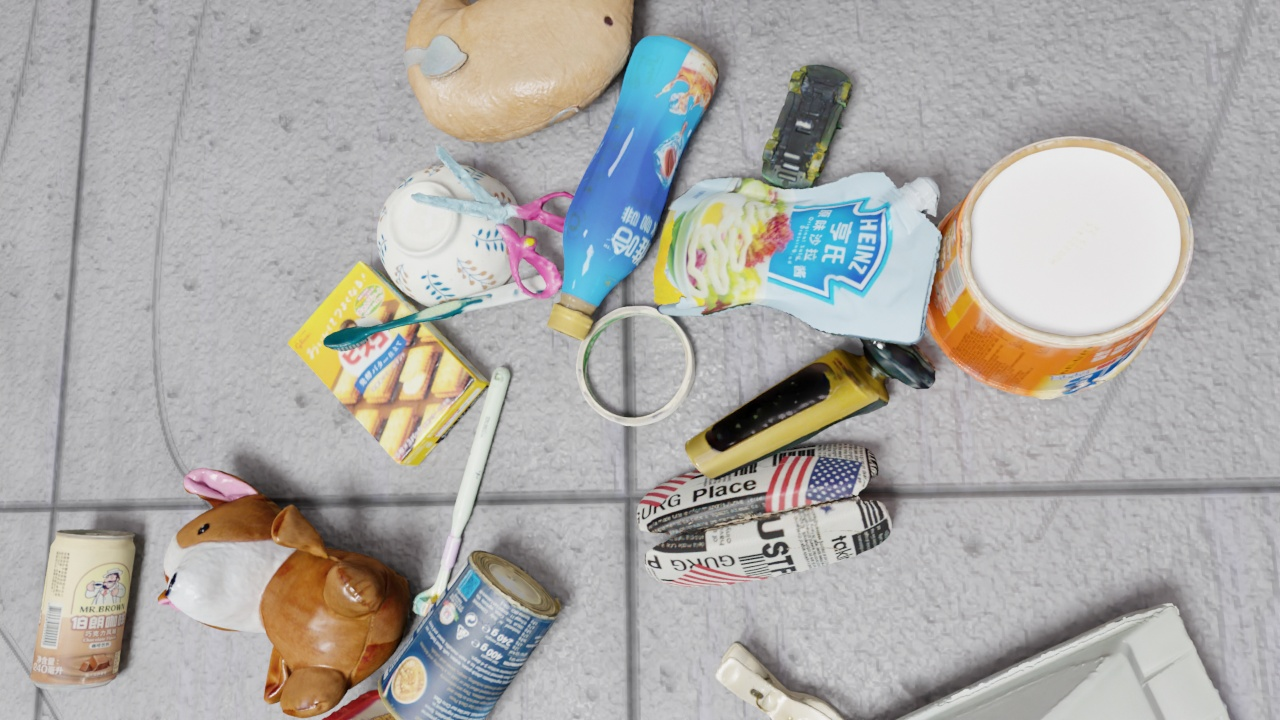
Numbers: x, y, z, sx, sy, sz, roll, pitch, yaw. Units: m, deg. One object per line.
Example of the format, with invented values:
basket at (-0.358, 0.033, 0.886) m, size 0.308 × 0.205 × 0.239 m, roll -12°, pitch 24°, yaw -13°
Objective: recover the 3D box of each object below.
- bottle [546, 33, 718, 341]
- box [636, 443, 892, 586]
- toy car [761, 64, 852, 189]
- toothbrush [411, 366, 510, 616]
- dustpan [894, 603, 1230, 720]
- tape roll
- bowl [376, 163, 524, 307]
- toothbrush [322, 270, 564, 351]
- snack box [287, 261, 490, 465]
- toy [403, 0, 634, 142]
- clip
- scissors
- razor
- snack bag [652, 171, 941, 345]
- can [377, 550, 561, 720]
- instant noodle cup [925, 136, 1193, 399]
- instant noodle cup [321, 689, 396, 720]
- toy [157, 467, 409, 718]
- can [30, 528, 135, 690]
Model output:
bottle at (-0.012, -0.120, 0.652) m, size 0.065 × 0.065 × 0.218 m, roll 23°, pitch 88°, yaw 16°
box at (0.078, 0.094, 0.607) m, size 0.163 × 0.076 × 0.087 m, roll -14°, pitch 57°, yaw 15°
toy car at (0.116, -0.161, 0.641) m, size 0.043 × 0.036 × 0.091 m, roll 21°, pitch 89°, yaw 17°
toothbrush at (-0.127, 0.096, 0.673) m, size 0.029 × 0.020 × 0.189 m, roll 14°, pitch 84°, yaw 17°
dustpan at (0.220, 0.297, 0.542) m, size 0.257 × 0.143 × 0.222 m, roll -24°, pitch 87°, yaw -19°
tape roll at (-0.004, 0.004, 0.658) m, size 0.086 × 0.014 × 0.085 m, roll -2°, pitch 82°, yaw 14°
bowl at (-0.151, -0.098, 0.687) m, size 0.113 × 0.062 × 0.113 m, roll -3°, pitch 80°, yaw 15°
toothbrush at (-0.137, -0.036, 0.674) m, size 0.191 × 0.018 × 0.016 m, roll -16°, pitch 68°, yaw -8°
snack box at (-0.192, 0.002, 0.697) m, size 0.140 × 0.033 × 0.087 m, roll 44°, pitch 93°, yaw 18°
toy at (-0.066, -0.241, 0.677) m, size 0.226 × 0.082 × 0.143 m, roll -17°, pitch 80°, yaw 9°
clip at (0.092, 0.223, 0.589) m, size 0.100 × 0.071 × 0.034 m, roll 36°, pitch 92°, yaw 10°
scissors at (-0.095, -0.110, 0.663) m, size 0.134 × 0.017 × 0.113 m, roll 48°, pitch 66°, yaw -9°
razor at (0.106, 0.025, 0.591) m, size 0.167 × 0.068 × 0.062 m, roll -28°, pitch 54°, yaw -1°
snack bag at (0.100, -0.071, 0.600) m, size 0.191 × 0.039 × 0.110 m, roll 7°, pitch 68°, yaw 35°
can at (-0.115, 0.194, 0.626) m, size 0.075 × 0.075 × 0.111 m, roll 36°, pitch 91°, yaw 16°
instant noodle cup at (0.249, -0.058, 0.553) m, size 0.151 × 0.111 × 0.151 m, roll -2°, pitch 81°, yaw 14°
instant noodle cup at (-0.185, 0.310, 0.615) m, size 0.117 × 0.116 × 0.124 m, roll 26°, pitch 101°, yaw 16°
toy at (-0.268, 0.164, 0.652) m, size 0.200 × 0.130 × 0.140 m, roll 25°, pitch 94°, yaw 26°
can at (-0.433, 0.192, 0.716) m, size 0.058 × 0.058 × 0.116 m, roll 2°, pitch 82°, yaw 14°
